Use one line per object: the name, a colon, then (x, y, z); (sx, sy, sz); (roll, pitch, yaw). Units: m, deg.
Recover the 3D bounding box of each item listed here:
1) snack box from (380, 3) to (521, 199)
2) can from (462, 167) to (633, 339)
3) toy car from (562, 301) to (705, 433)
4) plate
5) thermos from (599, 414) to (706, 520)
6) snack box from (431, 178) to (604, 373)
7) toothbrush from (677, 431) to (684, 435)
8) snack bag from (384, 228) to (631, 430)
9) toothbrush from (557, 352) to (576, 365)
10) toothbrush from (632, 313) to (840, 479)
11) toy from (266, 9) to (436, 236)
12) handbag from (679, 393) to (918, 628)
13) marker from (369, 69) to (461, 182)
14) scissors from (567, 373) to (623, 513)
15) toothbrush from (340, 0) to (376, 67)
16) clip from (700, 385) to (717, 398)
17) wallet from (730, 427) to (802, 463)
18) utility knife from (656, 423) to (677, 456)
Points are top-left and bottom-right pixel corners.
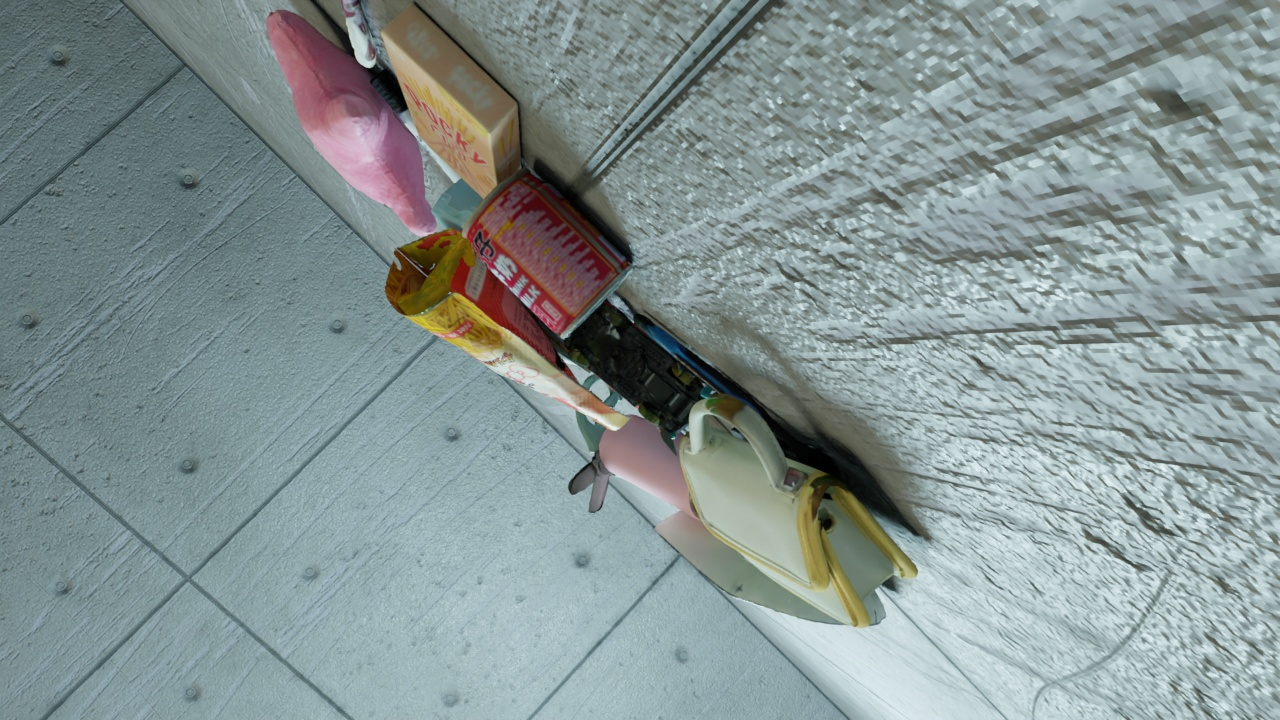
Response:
snack box: (-0.112, -0.150, 0.576); (0.084, 0.026, 0.157); (44, 171, 1)
can: (-0.059, -0.068, 0.582); (0.094, 0.066, 0.066); (45, 171, -3)
toy car: (-0.004, 0.004, 0.702); (0.120, 0.053, 0.045); (41, -173, -3)
plate: (0.117, 0.180, 0.852); (0.162, 0.034, 0.266); (13, -178, -19)
thermos: (0.050, 0.109, 0.879); (0.087, 0.067, 0.199); (15, -178, -40)
snack box: (-0.086, -0.069, 0.733); (0.074, 0.051, 0.175); (32, 165, 51)
toothbrush: (0.005, 0.043, 0.943); (0.189, 0.021, 0.029); (45, -151, -14)
snack bag: (-0.102, -0.016, 0.721); (0.129, 0.073, 0.208); (30, 170, 42)
toothbrush: (-0.092, -0.003, 0.935); (0.180, 0.016, 0.016); (14, -158, -51)
toothbrush: (0.062, 0.023, 0.628); (0.189, 0.014, 0.016); (39, -174, 26)
toy: (-0.240, -0.203, 0.751); (0.178, 0.074, 0.195); (50, 172, 34)
handbag: (0.080, 0.089, 0.614); (0.179, 0.063, 0.163); (51, 165, -24)
marker: (-0.162, -0.171, 0.720); (0.131, 0.018, 0.022); (51, 177, -31)
scissors: (-0.039, 0.081, 0.973); (0.019, 0.177, 0.169); (-30, 90, 41)
toothbrush: (-0.179, -0.222, 0.580); (0.017, 0.016, 0.188); (35, 171, -6)
clip: (0.062, 0.030, 0.659); (0.048, 0.014, 0.057); (47, 169, -29)
wallet: (0.125, 0.097, 0.678); (0.121, 0.019, 0.097); (49, 167, -21)
utility knife: (0.020, 0.048, 0.773); (0.029, 0.013, 0.209); (46, -174, -9)
